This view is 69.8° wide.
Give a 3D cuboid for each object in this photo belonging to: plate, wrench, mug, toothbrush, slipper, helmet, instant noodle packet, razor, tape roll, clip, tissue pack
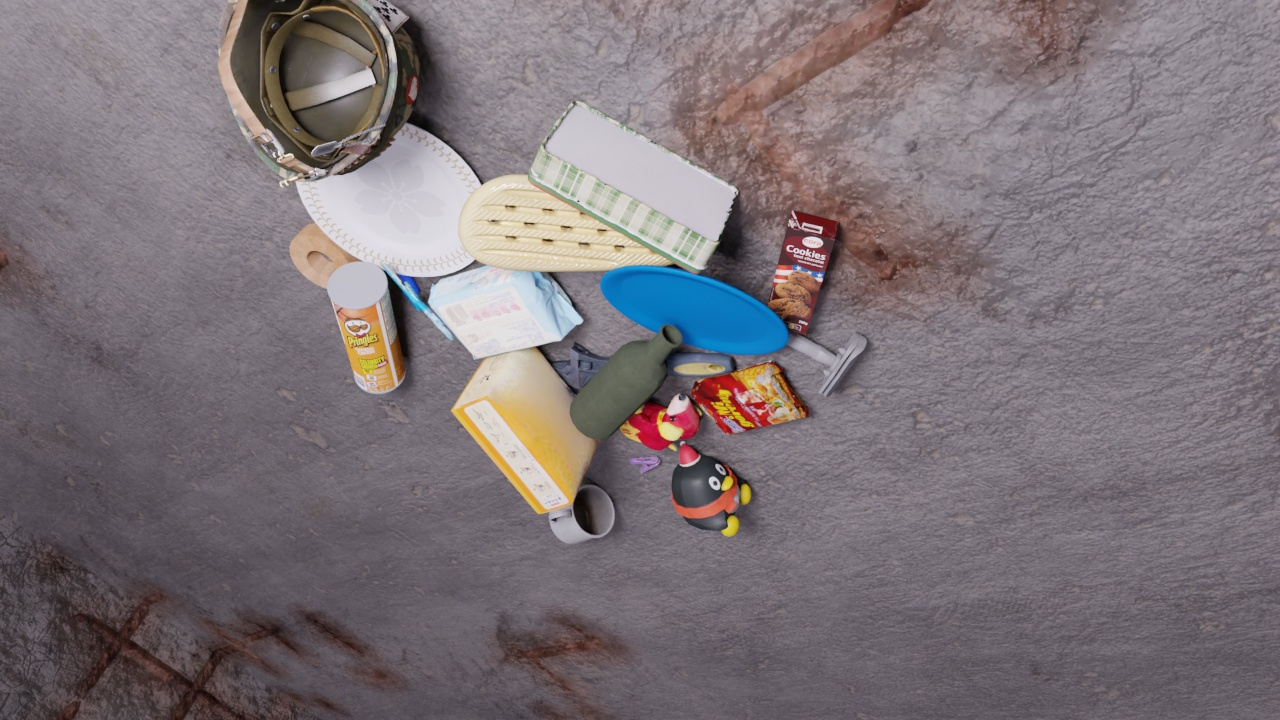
[{"bbox_3d":[0.063,-0.063,1.056,0.224,0.024,0.224,17,164,5],"label":"plate"},{"bbox_3d":[-0.007,0.007,1.207,0.274,0.022,0.073,-1,132,26],"label":"wrench"},{"bbox_3d":[-0.104,0.243,1.437,0.113,0.084,0.071,5,157,-41],"label":"mug"},{"bbox_3d":[-0.337,-0.157,1.196,0.016,0.018,0.182,-2,135,29],"label":"toothbrush"},{"bbox_3d":[-0.069,-0.160,1.027,0.261,0.079,0.111,3,124,-3],"label":"slipper"},{"bbox_3d":[-0.299,-0.198,1.116,0.242,0.016,0.243,7,138,6],"label":"plate"},{"bbox_3d":[-0.324,-0.278,0.897,0.225,0.235,0.193,-7,107,43],"label":"helmet"},{"bbox_3d":[0.141,0.050,1.174,0.136,0.039,0.098,-15,133,34],"label":"instant noodle packet"},{"bbox_3d":[0.194,-0.017,1.081,0.116,0.047,0.088,29,139,5],"label":"razor"},{"bbox_3d":[-0.425,-0.140,1.242,0.094,0.027,0.094,13,137,12],"label":"tape roll"},{"bbox_3d":[0.004,0.151,1.359,0.046,0.014,0.050,29,141,-2],"label":"clip"},{"bbox_3d":[-0.171,-0.070,1.169,0.182,0.069,0.112,-12,127,31],"label":"tissue pack"}]

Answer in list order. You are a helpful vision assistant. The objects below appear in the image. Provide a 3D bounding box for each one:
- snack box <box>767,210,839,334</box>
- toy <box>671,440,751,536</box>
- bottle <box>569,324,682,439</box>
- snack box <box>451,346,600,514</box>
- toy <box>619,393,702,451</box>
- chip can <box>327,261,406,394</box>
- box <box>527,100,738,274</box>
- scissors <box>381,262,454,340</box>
[{"bbox_3d":[0.175,-0.094,1.011,0.051,0.031,0.141,16,138,9],"label":"snack box"},{"bbox_3d":[0.088,0.179,1.289,0.100,0.097,0.119,-5,129,34],"label":"toy"},{"bbox_3d":[-0.015,0.024,1.159,0.071,0.071,0.207,33,135,-11],"label":"bottle"},{"bbox_3d":[-0.139,0.081,1.223,0.081,0.144,0.195,-22,117,29],"label":"snack box"},{"bbox_3d":[0.024,0.088,1.251,0.138,0.067,0.105,-6,134,39],"label":"toy"},{"bbox_3d":[-0.372,-0.040,1.260,0.075,0.075,0.215,19,148,5],"label":"chip can"},{"bbox_3d":[-0.004,-0.180,0.945,0.205,0.117,0.050,27,134,-7],"label":"box"},{"bbox_3d":[-0.297,-0.081,1.211,0.134,0.012,0.134,50,168,-30],"label":"scissors"}]
